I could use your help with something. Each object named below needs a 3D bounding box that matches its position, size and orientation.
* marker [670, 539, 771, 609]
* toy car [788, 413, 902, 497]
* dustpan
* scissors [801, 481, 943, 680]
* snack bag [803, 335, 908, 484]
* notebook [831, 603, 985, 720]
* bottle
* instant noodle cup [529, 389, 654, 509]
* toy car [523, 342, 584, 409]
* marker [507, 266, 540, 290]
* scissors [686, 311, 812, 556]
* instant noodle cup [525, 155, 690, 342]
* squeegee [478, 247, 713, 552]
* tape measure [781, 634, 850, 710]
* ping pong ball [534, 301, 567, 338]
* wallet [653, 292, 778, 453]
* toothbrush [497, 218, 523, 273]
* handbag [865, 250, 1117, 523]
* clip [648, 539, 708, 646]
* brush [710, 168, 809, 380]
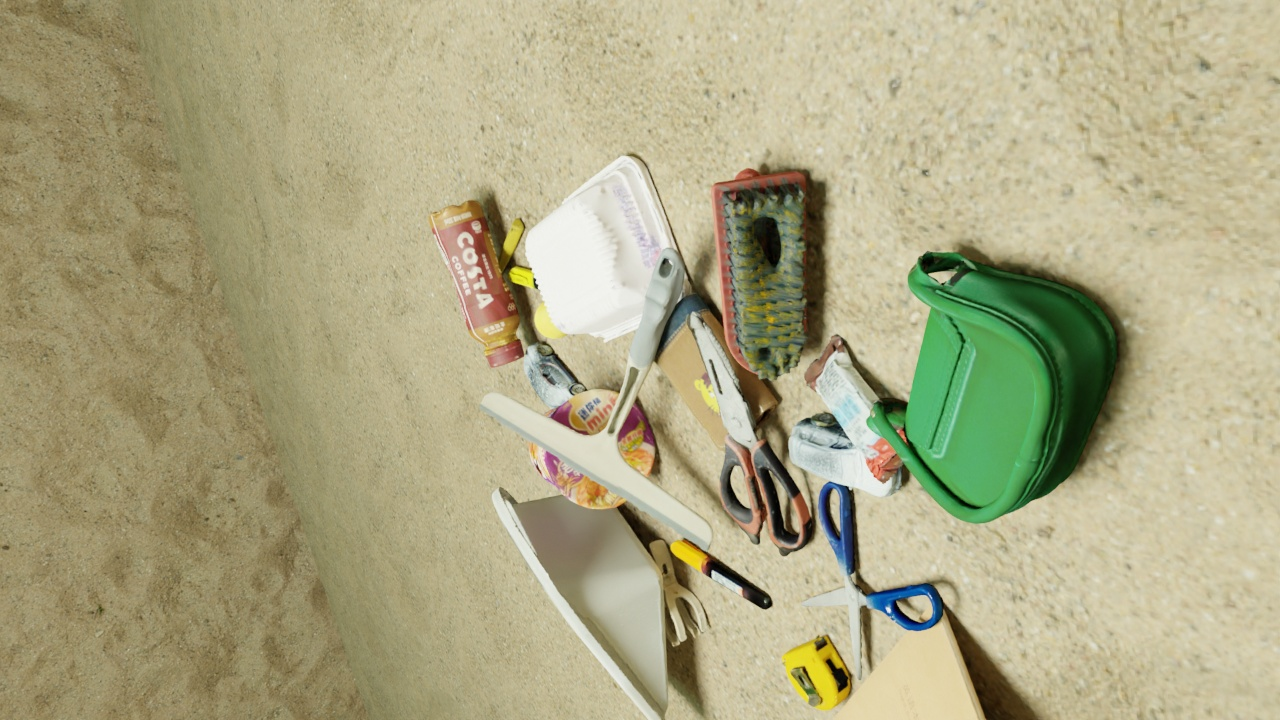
[{"bbox_3d":[0.074,0.197,0.848,0.124,0.015,0.018,24,129,46],"label":"marker"},{"bbox_3d":[0.143,0.068,0.646,0.091,0.034,0.043,20,122,48],"label":"toy car"},{"bbox_3d":[-0.071,0.244,0.943,0.222,0.142,0.258,-133,39,-55],"label":"dustpan"},{"bbox_3d":[0.163,0.168,0.688,0.176,0.012,0.162,-21,87,64],"label":"scissors"},{"bbox_3d":[0.145,0.031,0.616,0.105,0.026,0.045,60,136,37],"label":"snack bag"},{"bbox_3d":[0.195,0.291,0.662,0.212,0.012,0.149,106,161,-45],"label":"notebook"},{"bbox_3d":[-0.171,-0.080,0.979,0.058,0.057,0.175,-6,105,58],"label":"bottle"},{"bbox_3d":[-0.057,0.085,0.897,0.099,0.111,0.111,-8,102,65],"label":"instant noodle cup"},{"bbox_3d":[-0.093,0.027,0.981,0.105,0.031,0.049,47,143,29],"label":"toy car"},{"bbox_3d":[-0.100,-0.079,0.943,0.124,0.015,0.018,20,128,49],"label":"marker"},{"bbox_3d":[0.069,0.059,0.718,0.210,0.015,0.177,45,142,6],"label":"scissors"},{"bbox_3d":[-0.041,-0.087,0.807,0.174,0.060,0.138,-20,91,57],"label":"instant noodle cup"},{"bbox_3d":[-0.004,0.004,0.759,0.246,0.039,0.247,30,128,13],"label":"squeegee"},{"bbox_3d":[0.145,0.263,0.764,0.057,0.028,0.060,59,148,14],"label":"tape measure"},{"bbox_3d":[-0.086,-0.042,0.918,0.040,0.040,0.040,34,135,43],"label":"ping pong ball"},{"bbox_3d":[0.056,0.013,0.748,0.115,0.033,0.090,54,145,16],"label":"wallet"},{"bbox_3d":[-0.163,-0.099,1.023,0.015,0.016,0.191,59,147,12],"label":"toothbrush"},{"bbox_3d":[0.188,0.016,0.513,0.120,0.067,0.131,37,137,42],"label":"handbag"},{"bbox_3d":[0.028,0.233,0.922,0.100,0.034,0.076,63,150,19],"label":"clip"},{"bbox_3d":[0.085,-0.057,0.640,0.069,0.063,0.146,-106,8,-64],"label":"brush"}]
